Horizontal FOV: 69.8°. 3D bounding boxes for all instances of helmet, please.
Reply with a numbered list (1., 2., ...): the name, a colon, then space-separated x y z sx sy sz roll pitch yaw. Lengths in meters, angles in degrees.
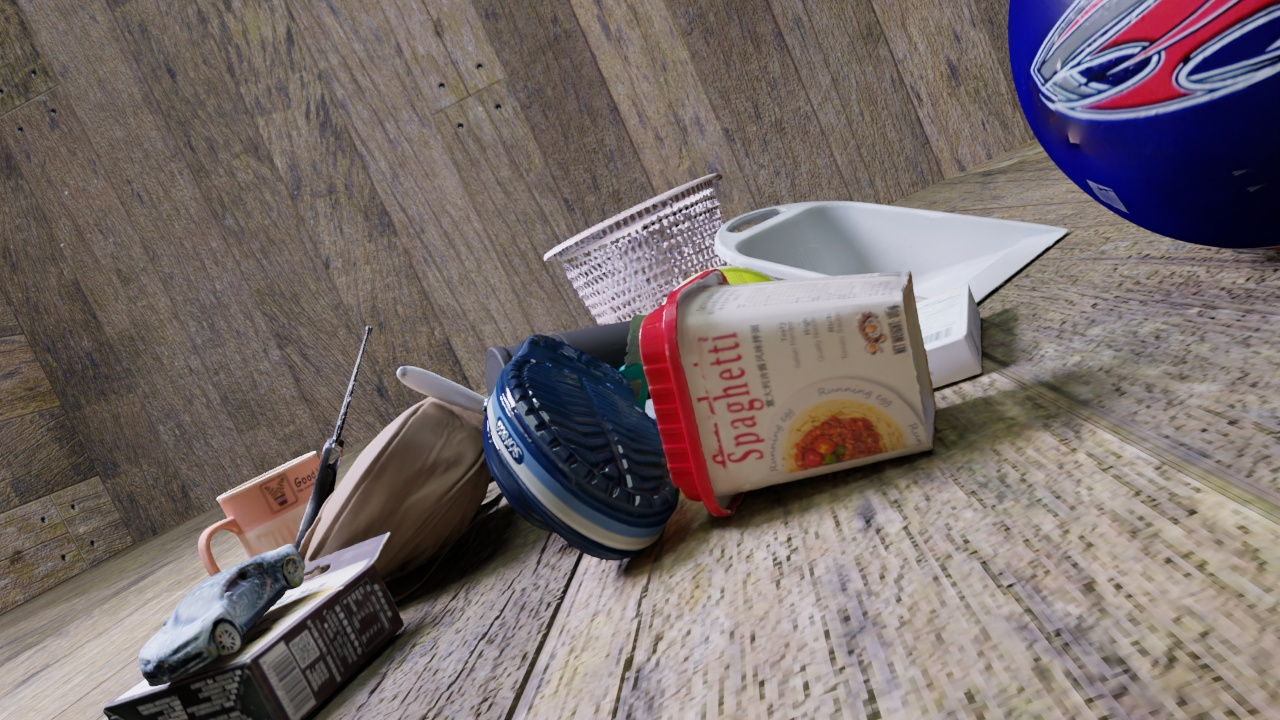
1. helmet: 0.327 -0.181 0.416 0.316 0.247 0.239 -26 41 56

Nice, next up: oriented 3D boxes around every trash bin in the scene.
1. trash bin: 0.028 -0.084 1.071 0.227 0.192 0.227 -25 5 2

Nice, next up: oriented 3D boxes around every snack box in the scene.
1. snack box: 0.173 -0.009 0.589 0.085 0.027 0.156 -23 6 24
2. snack box: -0.202 0.158 0.505 0.113 0.053 0.125 -22 5 23

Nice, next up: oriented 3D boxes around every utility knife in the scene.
1. utility knife: -0.007 0.022 0.684 0.029 0.013 0.220 -15 -26 -12

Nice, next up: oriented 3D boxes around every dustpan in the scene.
1. dustpan: 0.203 -0.109 0.840 0.222 0.142 0.258 -30 6 -41

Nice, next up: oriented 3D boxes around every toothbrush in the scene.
1. toothbrush: -0.085 0.043 0.641 0.016 0.180 0.016 -67 16 -4

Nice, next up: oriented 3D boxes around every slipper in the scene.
1. slipper: -0.051 0.051 0.554 0.095 0.105 0.252 -65 15 11

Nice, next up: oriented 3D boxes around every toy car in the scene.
1. toy car: -0.215 0.127 0.474 0.049 0.031 0.105 -26 11 14

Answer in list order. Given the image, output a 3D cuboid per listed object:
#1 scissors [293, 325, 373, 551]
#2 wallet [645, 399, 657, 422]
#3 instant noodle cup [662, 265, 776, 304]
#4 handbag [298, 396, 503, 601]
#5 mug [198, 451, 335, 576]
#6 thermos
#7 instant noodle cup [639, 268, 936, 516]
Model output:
1. scissors: -0.226 0.084 0.669 0.021 0.235 0.139 16 14 -15
2. wallet: -0.024 0.064 0.829 0.121 0.019 0.097 -23 7 1
3. instant noodle cup: 0.067 0.002 0.598 0.112 0.112 0.123 -24 14 3
4. handbag: -0.164 0.098 0.667 0.148 0.100 0.204 -51 5 2
5. mug: -0.293 0.145 0.744 0.082 0.106 0.114 -19 8 45
6. thermos: -0.004 0.004 0.752 0.242 0.068 0.090 -10 -28 -23
7. instant noodle cup: 0.079 0.007 0.463 0.124 0.116 0.116 -10 11 22
